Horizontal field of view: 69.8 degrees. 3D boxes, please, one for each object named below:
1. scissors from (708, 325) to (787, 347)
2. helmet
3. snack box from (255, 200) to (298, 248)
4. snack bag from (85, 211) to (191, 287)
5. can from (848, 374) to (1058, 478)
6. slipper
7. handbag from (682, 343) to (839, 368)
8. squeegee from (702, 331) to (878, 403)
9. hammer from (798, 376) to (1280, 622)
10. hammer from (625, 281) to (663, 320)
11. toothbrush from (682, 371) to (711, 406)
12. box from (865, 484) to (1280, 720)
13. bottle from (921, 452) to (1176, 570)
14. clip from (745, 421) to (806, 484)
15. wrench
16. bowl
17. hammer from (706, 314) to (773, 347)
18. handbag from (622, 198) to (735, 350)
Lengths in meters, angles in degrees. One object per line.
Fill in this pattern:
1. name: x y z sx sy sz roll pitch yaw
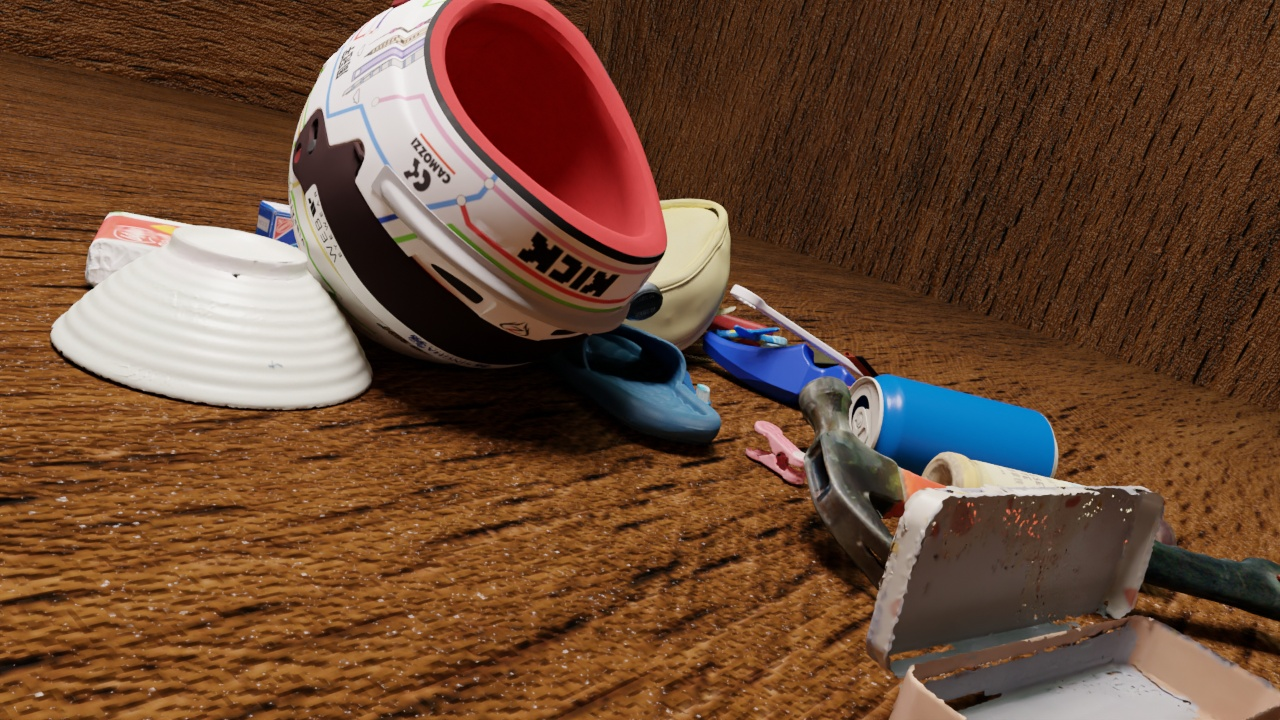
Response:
1. scissors: 0.117 -0.023 0.908 0.104 0.019 0.132 5 -3 -16
2. helmet: -0.125 -0.110 0.642 0.230 0.237 0.314 23 39 -38
3. snack box: -0.228 -0.094 0.835 0.226 0.059 0.059 8 13 -37
4. snack bag: -0.348 -0.075 0.659 0.077 0.036 0.116 10 14 -27
5. can: 0.226 0.061 0.681 0.146 0.079 0.079 13 13 -11
6. slipper: -0.004 0.004 0.695 0.103 0.059 0.214 11 15 -30
7. handbag: 0.112 -0.001 0.951 0.177 0.027 0.084 4 15 -23
8. squeegee: 0.138 0.011 0.841 0.185 0.055 0.249 22 -4 29
9. hammer: 0.250 0.103 0.531 0.333 0.033 0.132 15 40 -13
10. hammer: -0.066 -0.112 0.838 0.140 0.036 0.326 -20 33 -21
11. toothbrush: 0.033 0.012 0.796 0.021 0.016 0.132 0 18 -20
12. box: 0.194 0.117 0.384 0.216 0.096 0.105 6 22 -39
13. bottle: 0.265 0.104 0.598 0.162 0.056 0.056 14 13 -8
14. clip: 0.098 0.060 0.632 0.022 0.037 0.058 10 18 -36
15. wrench: 0.189 0.001 0.855 0.273 0.009 0.047 30 1 -24
16. bowl: -0.243 -0.036 0.546 0.177 0.071 0.177 15 13 -4
17. hammer: 0.002 -0.074 1.036 0.315 0.036 0.126 20 -13 -7
18. handbag: -0.001 -0.079 0.889 0.191 0.089 0.232 2 30 4
